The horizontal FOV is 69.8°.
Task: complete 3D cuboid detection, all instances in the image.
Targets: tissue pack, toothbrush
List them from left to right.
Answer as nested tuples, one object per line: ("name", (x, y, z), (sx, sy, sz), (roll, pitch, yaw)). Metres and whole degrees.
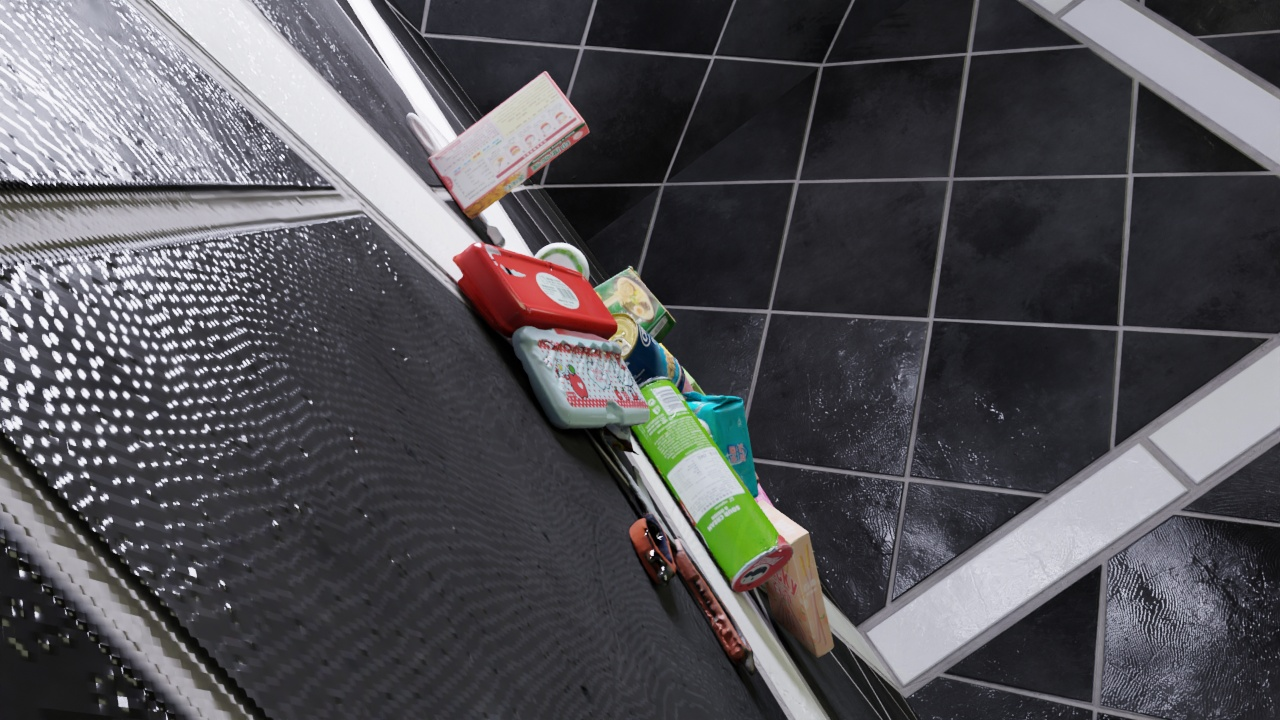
("toothbrush", (-0.203, -0.198, 1.010), (0.180, 0.016, 0.016), (54, -4, 1))
("tissue pack", (0.083, 0.099, 1.033), (0.093, 0.050, 0.133), (-7, -87, 64))

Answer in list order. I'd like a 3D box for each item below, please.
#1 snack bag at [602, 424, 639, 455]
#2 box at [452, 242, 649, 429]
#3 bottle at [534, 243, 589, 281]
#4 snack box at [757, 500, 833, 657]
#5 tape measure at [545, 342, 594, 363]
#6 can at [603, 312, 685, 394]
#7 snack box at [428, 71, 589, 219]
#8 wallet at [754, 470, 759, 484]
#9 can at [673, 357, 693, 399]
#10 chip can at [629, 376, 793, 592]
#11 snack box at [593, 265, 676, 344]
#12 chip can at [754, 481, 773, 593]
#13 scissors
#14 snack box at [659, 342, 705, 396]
("snack bag", (-0.028, 0.050, 0.804), (0.048, 0.026, 0.104), (44, 8, -24))
("box", (-0.058, -0.016, 0.730), (0.158, 0.039, 0.200), (54, 14, 13))
("bottle", (-0.096, -0.106, 1.136), (0.068, 0.068, 0.197), (53, 1, -4))
("snack box", (0.160, 0.233, 0.980), (0.084, 0.026, 0.157), (31, -37, 59))
("tape measure", (-0.065, -0.011, 0.854), (0.066, 0.033, 0.066), (50, 2, -24))
("can", (-0.006, 0.006, 1.046), (0.111, 0.075, 0.075), (43, 10, -44))
("snack box", (-0.138, -0.225, 0.959), (0.077, 0.156, 0.027), (55, 2, 16))
("wallet", (0.094, 0.141, 1.119), (0.124, 0.032, 0.101), (58, -38, 43))
("can", (0.038, 0.051, 1.190), (0.094, 0.066, 0.066), (61, 0, -24))
("chip can", (0.064, 0.123, 0.954), (0.236, 0.072, 0.072), (55, 4, 31))
("snack box", (-0.019, -0.050, 1.198), (0.117, 0.105, 0.118), (51, 5, 14))
("chip can", (0.152, 0.220, 1.205), (0.071, 0.071, 0.210), (52, 4, -22))
("scissors", (0.020, 0.136, 0.687), (0.189, 0.015, 0.225), (53, 4, -11))
("snack box", (0.059, 0.063, 1.411), (0.158, 0.070, 0.210), (52, -1, -30))
